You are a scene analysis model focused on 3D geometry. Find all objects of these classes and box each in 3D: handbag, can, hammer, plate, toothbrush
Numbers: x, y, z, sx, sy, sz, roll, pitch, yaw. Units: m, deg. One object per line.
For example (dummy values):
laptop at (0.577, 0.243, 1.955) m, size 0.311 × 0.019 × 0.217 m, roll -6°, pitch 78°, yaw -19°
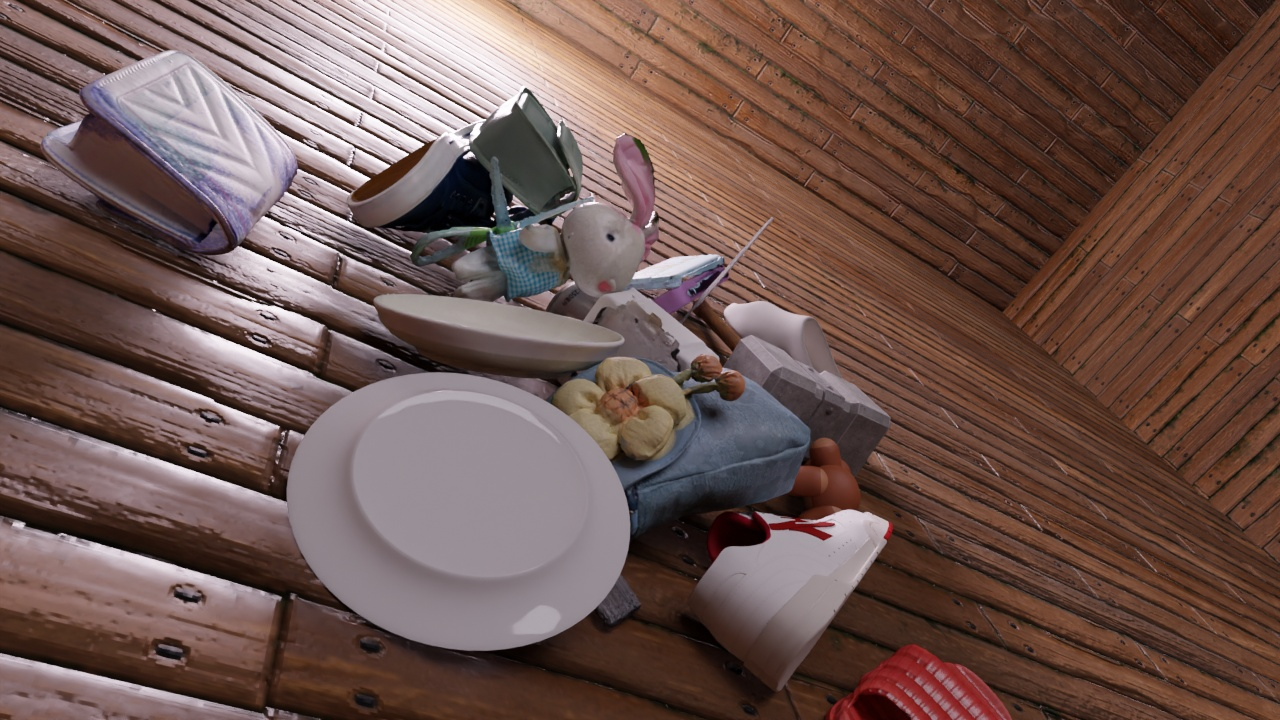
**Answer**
handbag at (-0.099, -0.198, 0.868) m, size 0.106 × 0.067 × 0.121 m, roll 46°, pitch 15°, yaw -21°
can at (-0.023, -0.013, 0.826) m, size 0.135 × 0.054 × 0.054 m, roll 40°, pitch 21°, yaw 17°
handbag at (0.027, 0.049, 0.642) m, size 0.191 × 0.119 × 0.121 m, roll -7°, pitch 36°, yaw -30°
handbag at (-0.319, -0.141, 0.645) m, size 0.126 × 0.069 × 0.158 m, roll 43°, pitch 17°, yaw -21°
hammer at (0.121, -0.001, 1.017) m, size 0.162 × 0.083 × 0.317 m, roll 23°, pitch 16°, yaw -29°
plate at (-0.104, -0.016, 0.673) m, size 0.182 × 0.034 × 0.182 m, roll 10°, pitch 8°, yaw -2°
toothbrush at (0.080, -0.077, 0.948) m, size 0.010 × 0.182 × 0.010 m, roll 29°, pitch 28°, yaw -23°
plate at (-0.093, 0.069, 0.504) m, size 0.188 × 0.016 × 0.188 m, roll 14°, pitch 40°, yaw -13°

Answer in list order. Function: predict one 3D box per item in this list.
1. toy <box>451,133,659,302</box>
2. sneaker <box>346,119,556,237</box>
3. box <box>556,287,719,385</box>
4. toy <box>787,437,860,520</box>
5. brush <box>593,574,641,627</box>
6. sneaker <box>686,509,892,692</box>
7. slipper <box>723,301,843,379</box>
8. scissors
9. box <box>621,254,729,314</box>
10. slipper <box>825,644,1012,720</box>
toy at (-0.062, -0.093, 0.778) m, size 0.205 × 0.131 × 0.105 m, roll -24°, pitch 49°, yaw -13°
sneaker at (-0.171, -0.149, 0.869) m, size 0.127 × 0.121 × 0.294 m, roll 60°, pitch 15°, yaw -14°
box at (-0.010, 0.006, 0.742) m, size 0.107 × 0.103 × 0.091 m, roll 39°, pitch 23°, yaw 15°
toy at (0.165, 0.116, 0.837) m, size 0.127 × 0.065 × 0.095 m, roll -17°, pitch 96°, yaw -78°
brush at (-0.050, 0.108, 0.585) m, size 0.038 × 0.012 × 0.151 m, roll 9°, pitch 32°, yaw -51°
sneaker at (0.105, 0.141, 0.664) m, size 0.104 × 0.090 × 0.236 m, roll 35°, pitch 23°, yaw 19°
slipper at (0.201, 0.000, 1.093) m, size 0.113 × 0.081 × 0.265 m, roll 29°, pitch 20°, yaw -42°
scissors at (-0.119, -0.114, 0.810) m, size 0.172 × 0.172 × 0.021 m, roll -19°, pitch 56°, yaw -10°
box at (0.044, -0.086, 1.042) m, size 0.065 × 0.078 × 0.213 m, roll 71°, pitch 21°, yaw -6°
slipper at (0.205, 0.243, 0.620) m, size 0.103 × 0.059 × 0.248 m, roll 47°, pitch 22°, yaw 28°
